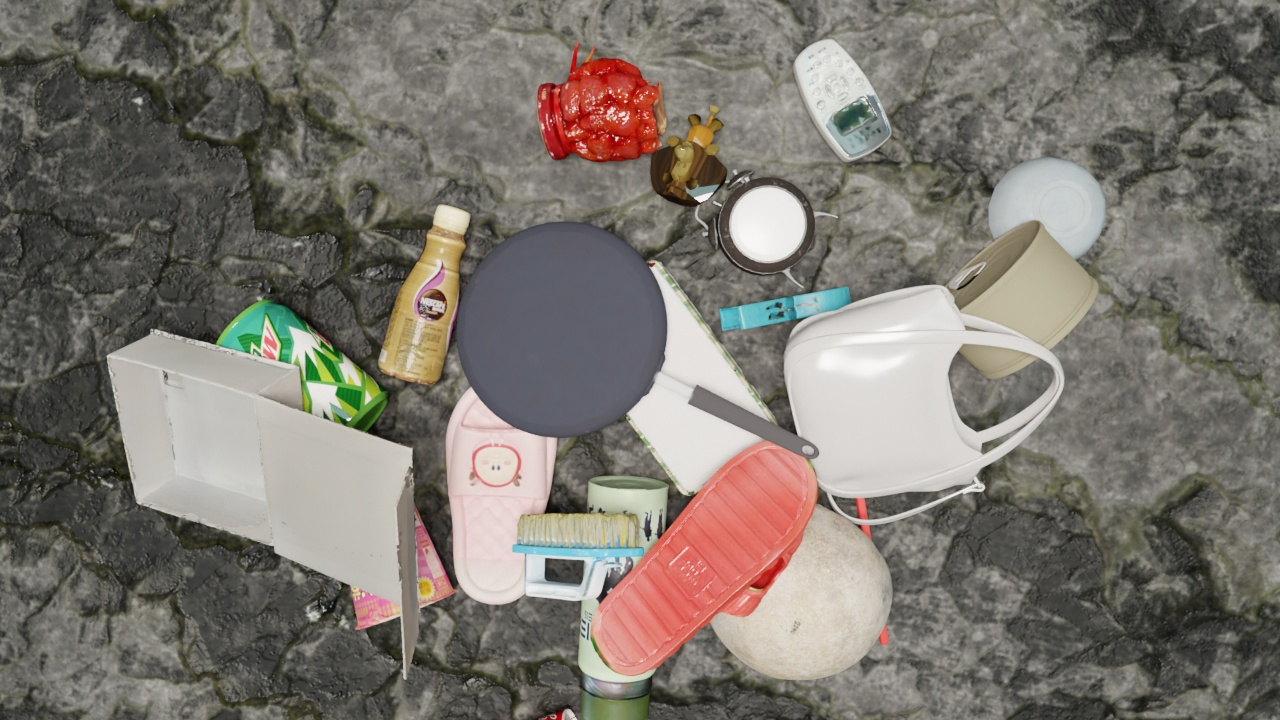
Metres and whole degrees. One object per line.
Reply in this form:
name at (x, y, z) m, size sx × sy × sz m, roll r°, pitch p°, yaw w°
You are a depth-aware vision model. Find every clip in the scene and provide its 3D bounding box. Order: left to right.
clip at (0.139, -0.048, 0.845) m, size 0.119 × 0.102 × 0.027 m, roll -10°, pitch 95°, yaw -11°

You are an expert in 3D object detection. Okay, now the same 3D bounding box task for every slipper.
slipper at (-0.137, 0.123, 0.873) m, size 0.107 × 0.055 × 0.221 m, roll 4°, pitch 94°, yaw 4°
slipper at (0.064, 0.178, 0.803) m, size 0.248 × 0.059 × 0.103 m, roll -46°, pitch 54°, yaw -4°

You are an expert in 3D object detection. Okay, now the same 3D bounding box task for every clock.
clock at (0.112, -0.128, 0.858) m, size 0.123 × 0.043 × 0.091 m, roll 26°, pitch 93°, yaw 0°

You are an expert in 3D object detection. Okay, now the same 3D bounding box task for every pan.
pan at (-0.005, 0.005, 0.820) m, size 0.356 × 0.021 × 0.199 m, roll 26°, pitch 91°, yaw 11°

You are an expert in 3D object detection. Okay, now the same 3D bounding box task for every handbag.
handbag at (0.248, 0.037, 0.800) m, size 0.223 × 0.095 × 0.216 m, roll -9°, pitch 114°, yaw 19°

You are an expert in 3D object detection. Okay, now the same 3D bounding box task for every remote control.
remote control at (0.186, -0.244, 0.858) m, size 0.060 × 0.028 × 0.114 m, roll -29°, pitch 92°, yaw 3°

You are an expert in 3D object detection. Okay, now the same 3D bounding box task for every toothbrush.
toothbrush at (0.223, 0.170, 0.884) m, size 0.018 × 0.012 × 0.212 m, roll -10°, pitch 92°, yaw 2°

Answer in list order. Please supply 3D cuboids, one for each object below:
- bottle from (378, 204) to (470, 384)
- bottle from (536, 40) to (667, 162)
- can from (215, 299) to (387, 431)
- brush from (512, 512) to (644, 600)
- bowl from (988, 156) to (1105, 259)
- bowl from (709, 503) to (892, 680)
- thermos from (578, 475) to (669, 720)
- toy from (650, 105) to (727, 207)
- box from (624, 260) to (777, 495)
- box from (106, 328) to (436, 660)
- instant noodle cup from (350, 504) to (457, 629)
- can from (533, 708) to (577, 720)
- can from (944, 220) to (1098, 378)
bottle at (-0.197, -0.063, 0.863) m, size 0.059 × 0.059 × 0.166 m, roll 16°, pitch 92°, yaw 1°
bottle at (-0.032, -0.233, 0.839) m, size 0.111 × 0.099 × 0.099 m, roll -6°, pitch 92°, yaw 12°
can at (-0.316, 0.016, 0.858) m, size 0.144 × 0.083 × 0.083 m, roll 40°, pitch 93°, yaw 0°
brush at (-0.050, 0.171, 0.802) m, size 0.136 × 0.055 × 0.075 m, roll -9°, pitch 79°, yaw 43°
bowl at (0.383, -0.138, 0.851) m, size 0.106 × 0.039 × 0.106 m, roll 0°, pitch 93°, yaw 2°
bowl at (0.140, 0.225, 0.839) m, size 0.178 × 0.081 × 0.178 m, roll 3°, pitch 106°, yaw 12°
thermos at (-0.021, 0.228, 0.866) m, size 0.082 × 0.082 × 0.231 m, roll 3°, pitch 93°, yaw 1°
toy at (0.051, -0.193, 0.851) m, size 0.076 × 0.062 × 0.100 m, roll 18°, pitch 82°, yaw 22°
box at (0.029, 0.016, 0.866) m, size 0.118 × 0.051 × 0.205 m, roll -38°, pitch 90°, yaw 7°
box at (-0.300, 0.101, 0.785) m, size 0.369 × 0.098 × 0.166 m, roll 16°, pitch 119°, yaw 21°
instant noodle cup at (-0.236, 0.183, 0.864) m, size 0.098 × 0.097 × 0.108 m, roll -20°, pitch 84°, yaw 2°
can at (-0.112, 0.391, 0.868) m, size 0.116 × 0.086 × 0.086 m, roll -19°, pitch 92°, yaw 2°
can at (0.327, -0.053, 0.813) m, size 0.073 × 0.127 × 0.128 m, roll 44°, pitch 93°, yaw -3°
